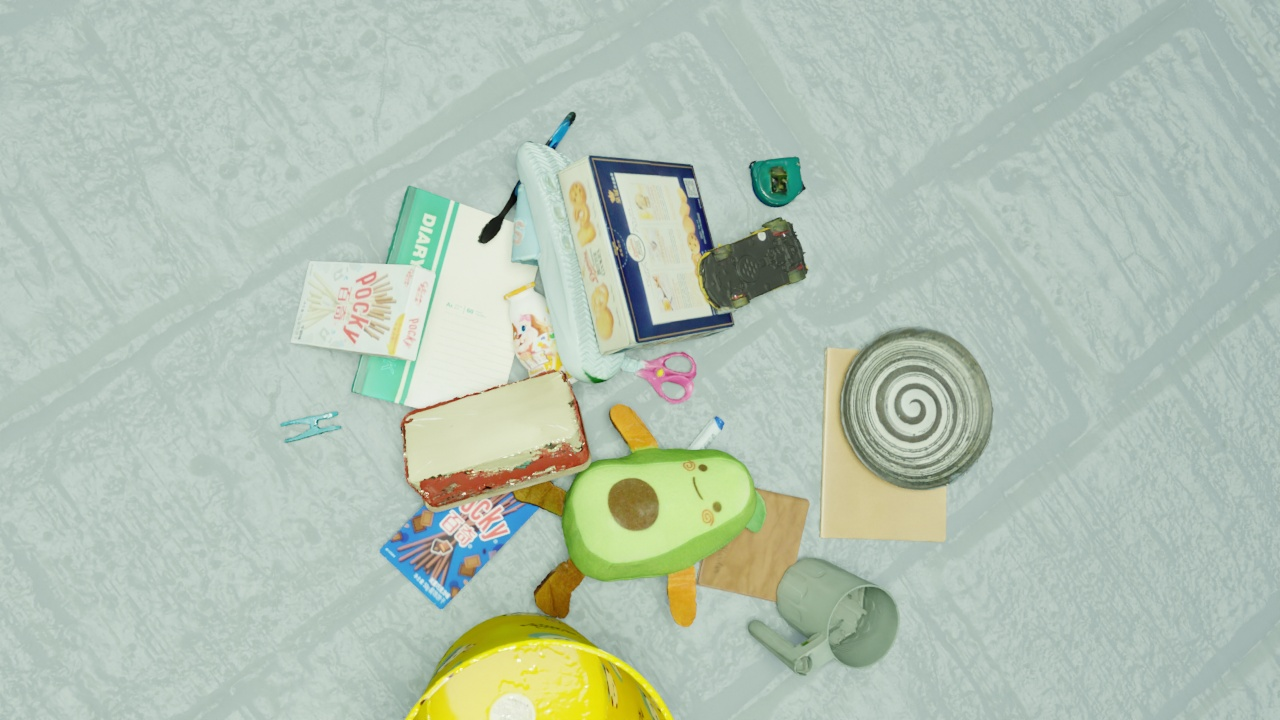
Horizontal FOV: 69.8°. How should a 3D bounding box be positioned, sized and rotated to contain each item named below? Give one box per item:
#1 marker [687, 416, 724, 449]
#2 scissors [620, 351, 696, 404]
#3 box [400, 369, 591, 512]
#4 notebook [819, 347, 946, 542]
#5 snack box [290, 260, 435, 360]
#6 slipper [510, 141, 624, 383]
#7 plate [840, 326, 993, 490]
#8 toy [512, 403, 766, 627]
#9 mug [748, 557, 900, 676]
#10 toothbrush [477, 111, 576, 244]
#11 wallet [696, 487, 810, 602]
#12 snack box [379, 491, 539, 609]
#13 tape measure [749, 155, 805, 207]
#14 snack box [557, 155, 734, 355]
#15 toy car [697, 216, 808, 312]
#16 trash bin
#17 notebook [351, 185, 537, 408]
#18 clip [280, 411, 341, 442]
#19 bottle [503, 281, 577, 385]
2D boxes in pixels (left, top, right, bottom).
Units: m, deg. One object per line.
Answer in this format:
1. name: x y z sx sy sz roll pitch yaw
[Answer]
1. marker: 0.039 0.117 0.961 0.017 0.017 0.145 41 79 -5
2. scissors: -0.006 0.005 0.965 0.133 0.017 0.057 16 88 -5
3. box: -0.138 0.073 0.866 0.168 0.077 0.091 -16 55 1
4. notebook: 0.270 0.093 1.011 0.147 0.008 0.207 4 85 -10
5. snack box: -0.264 -0.049 0.863 0.157 0.026 0.084 6 81 35
6. slipper: -0.075 -0.094 0.896 0.103 0.074 0.245 1 74 -53
7. plate: 0.300 0.053 1.004 0.179 0.024 0.179 1 83 -10
8. toy: 0.003 0.150 0.897 0.246 0.090 0.227 -15 77 -8
9. mug: 0.179 0.259 0.921 0.123 0.103 0.084 -25 104 -17
10. toothbrush: -0.115 -0.190 0.944 0.014 0.016 0.189 39 65 -19
11. wallet: 0.119 0.192 0.970 0.101 0.020 0.115 13 85 -8
12. snack box: -0.172 0.160 0.912 0.084 0.026 0.157 45 79 -3
13. tape measure: 0.151 -0.196 1.005 0.058 0.025 0.054 -9 86 -11
14. snack box: 0.010 -0.106 0.908 0.182 0.046 0.178 -11 86 -52
15. toy car: 0.116 -0.099 0.959 0.155 0.041 0.071 -27 98 -35
16. trash bin: -0.098 0.332 0.794 0.229 0.255 0.229 1 85 -11
17. notebook: -0.187 -0.051 0.913 0.150 0.012 0.209 17 83 -27
18. clip: -0.323 0.064 0.899 0.056 0.014 0.043 -15 89 -12
19. bottle: -0.098 -0.024 0.920 0.063 0.063 0.108 -27 96 -12
